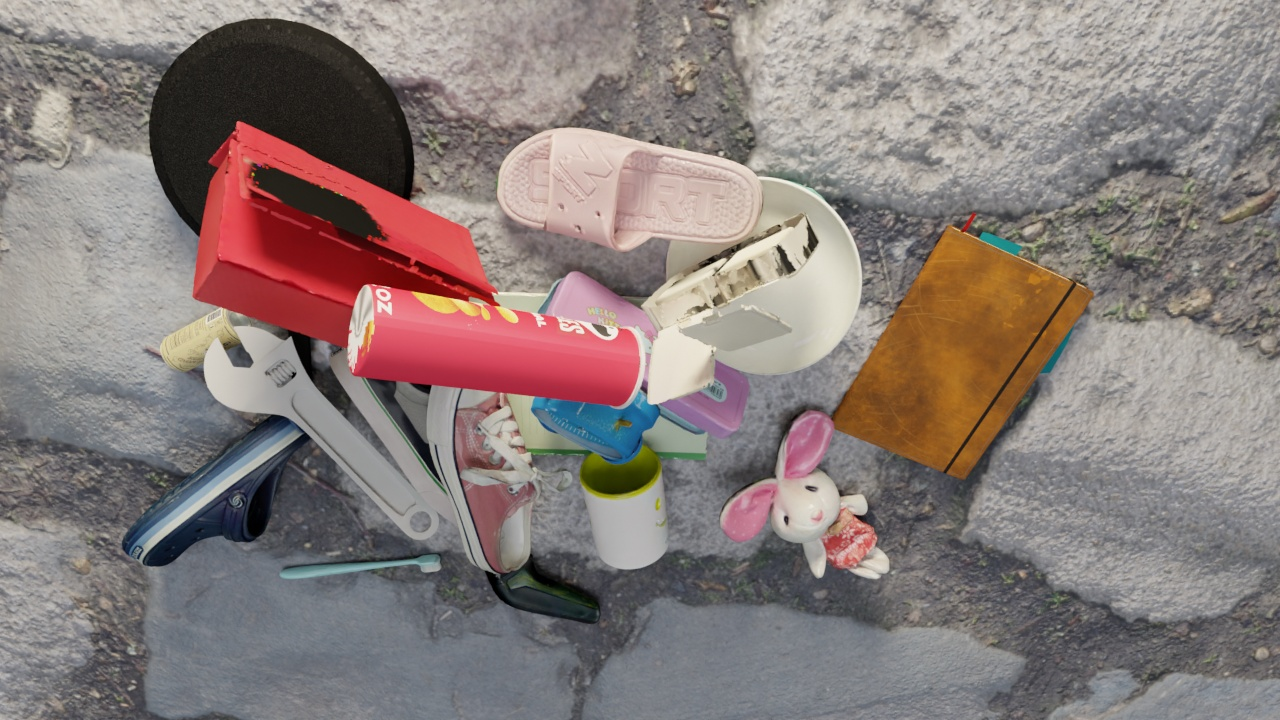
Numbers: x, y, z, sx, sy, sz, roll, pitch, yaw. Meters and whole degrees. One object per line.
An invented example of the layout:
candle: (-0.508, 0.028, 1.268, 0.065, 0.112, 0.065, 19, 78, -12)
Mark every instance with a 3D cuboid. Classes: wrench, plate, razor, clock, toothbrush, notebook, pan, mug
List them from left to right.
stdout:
pan: (-0.322, -0.122, 0.839, 0.225, 0.034, 0.357, 4, 115, -4)
wrench: (-0.301, 0.078, 0.877, 0.086, 0.018, 0.273, -44, 102, -17)
toothbrush: (-0.312, 0.232, 1.022, 0.180, 0.016, 0.017, -4, 125, 1)
razor: (-0.107, 0.251, 1.019, 0.151, 0.054, 0.067, 27, 96, -20)
notebook: (-0.052, 0.019, 0.924, 0.252, 0.010, 0.182, 2, 116, -2)
clock: (-0.045, 0.050, 0.867, 0.117, 0.162, 0.060, 26, 73, 6)
mug: (-0.014, 0.149, 0.941, 0.082, 0.082, 0.106, -7, 124, 2)
plate: (0.113, -0.078, 0.840, 0.182, 0.034, 0.182, 8, 111, 22)
notebook: (0.327, -0.004, 0.915, 0.178, 0.014, 0.250, 22, 114, -10)

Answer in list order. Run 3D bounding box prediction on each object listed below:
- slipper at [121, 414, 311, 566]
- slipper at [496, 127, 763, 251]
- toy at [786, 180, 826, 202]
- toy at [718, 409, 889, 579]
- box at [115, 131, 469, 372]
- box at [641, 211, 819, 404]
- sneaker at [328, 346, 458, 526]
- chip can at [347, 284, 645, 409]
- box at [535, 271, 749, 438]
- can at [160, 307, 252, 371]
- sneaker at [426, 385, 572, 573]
slipper: (-0.413, 0.141, 0.925, 0.253, 0.105, 0.095, -38, 104, 13)
slipper: (-0.015, -0.145, 0.795, 0.239, 0.064, 0.094, 8, 115, 9)
toy: (0.142, -0.110, 0.854, 0.085, 0.033, 0.105, 21, 115, 2)
toy: (0.183, 0.163, 0.959, 0.159, 0.084, 0.194, -47, 109, -5)
box: (-0.316, -0.046, 0.812, 0.213, 0.152, 0.326, 22, 147, -38)
box: (0.068, -0.039, 0.747, 0.144, 0.190, 0.069, -23, 103, 33)
sneaker: (-0.207, 0.070, 0.912, 0.079, 0.084, 0.235, -32, 114, -4)
chip can: (-0.108, -0.008, 0.712, 0.220, 0.069, 0.069, 9, 118, -30)
box: (0.001, -0.003, 0.874, 0.214, 0.096, 0.077, 31, 77, -15)
can: (-0.418, -0.021, 0.883, 0.079, 0.038, 0.038, -25, 114, 11)
sneaker: (-0.136, 0.103, 0.886, 0.088, 0.118, 0.241, 5, 113, 33)
